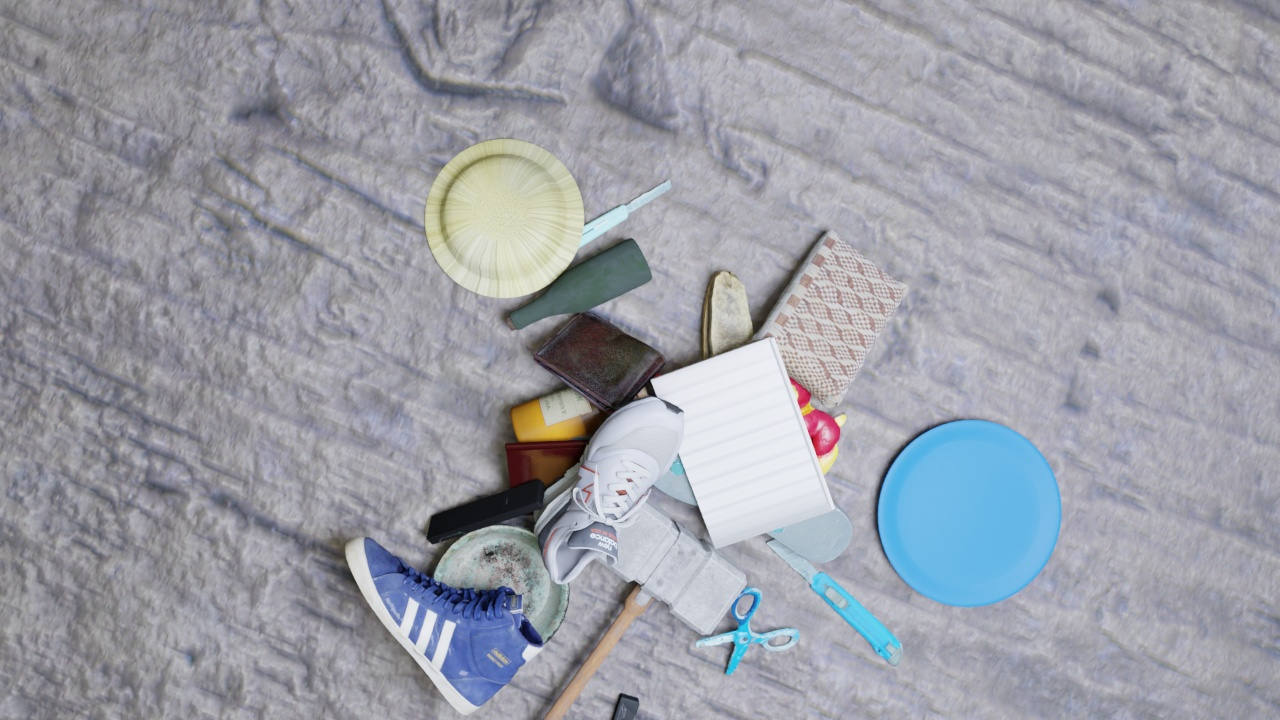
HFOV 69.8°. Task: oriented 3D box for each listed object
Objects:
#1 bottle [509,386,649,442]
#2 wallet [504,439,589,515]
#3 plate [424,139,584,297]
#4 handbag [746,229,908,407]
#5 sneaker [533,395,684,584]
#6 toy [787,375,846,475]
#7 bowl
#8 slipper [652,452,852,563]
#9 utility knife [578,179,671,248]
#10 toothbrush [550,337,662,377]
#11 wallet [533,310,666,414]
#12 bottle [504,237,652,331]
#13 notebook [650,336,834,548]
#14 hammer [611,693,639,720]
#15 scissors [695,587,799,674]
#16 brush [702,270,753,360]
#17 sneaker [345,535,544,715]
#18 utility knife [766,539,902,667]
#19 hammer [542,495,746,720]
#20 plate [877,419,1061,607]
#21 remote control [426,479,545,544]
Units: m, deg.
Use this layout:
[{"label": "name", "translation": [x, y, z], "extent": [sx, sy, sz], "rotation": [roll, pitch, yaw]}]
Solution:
[{"label": "bottle", "translation": [-0.066, 0.061, 1.051], "extent": [0.157, 0.068, 0.068], "rotation": [-19, 93, -3]}, {"label": "wallet", "translation": [-0.103, 0.133, 1.040], "extent": [0.091, 0.018, 0.116], "rotation": [-2, 133, -3]}, {"label": "plate", "translation": [-0.158, -0.166, 1.046], "extent": [0.184, 0.036, 0.184], "rotation": [0, 88, 1]}, {"label": "handbag", "translation": [0.217, -0.047, 1.060], "extent": [0.124, 0.047, 0.185], "rotation": [38, 69, -4]}, {"label": "sneaker", "translation": [-0.034, 0.152, 0.969], "extent": [0.088, 0.124, 0.240], "rotation": [28, 125, -23]}, {"label": "toy", "translation": [0.189, 0.076, 1.073], "extent": [0.105, 0.067, 0.137], "rotation": [-14, 99, 1]}, {"label": "bowl", "translation": [-0.161, 0.265, 1.065], "extent": [0.157, 0.038, 0.157], "rotation": [0, 92, -4]}, {"label": "slipper", "translation": [0.123, 0.141, 1.064], "extent": [0.269, 0.054, 0.098], "rotation": [26, 106, -1]}, {"label": "utility knife", "translation": [-0.034, -0.166, 1.076], "extent": [0.166, 0.015, 0.022], "rotation": [-31, 87, -5]}, {"label": "toothbrush", "translation": [-0.006, 0.006, 1.081], "extent": [0.212, 0.012, 0.018], "rotation": [15, 90, -4]}, {"label": "wallet", "translation": [-0.046, 0.001, 1.034], "extent": [0.120, 0.031, 0.099], "rotation": [33, 52, 16]}, {"label": "bottle", "translation": [-0.075, -0.079, 1.054], "extent": [0.174, 0.055, 0.055], "rotation": [-26, 93, -1]}, {"label": "notebook", "translation": [0.115, 0.094, 1.024], "extent": [0.143, 0.009, 0.210], "rotation": [-20, 99, 7]}, {"label": "hammer", "translation": [0.115, 0.491, 1.102], "extent": [0.325, 0.015, 0.095], "rotation": [18, 90, -4]}, {"label": "scissors", "translation": [0.128, 0.315, 1.073], "extent": [0.134, 0.011, 0.140], "rotation": [-4, 120, -14]}, {"label": "brush", "translation": [0.103, -0.009, 1.066], "extent": [0.059, 0.043, 0.195], "rotation": [-2, 85, -7]}, {"label": "sneaker", "translation": [-0.203, 0.259, 0.995], "extent": [0.118, 0.091, 0.233], "rotation": [-34, 94, 2]}, {"label": "utility knife", "translation": [0.236, 0.288, 1.104], "extent": [0.221, 0.015, 0.031], "rotation": [42, 84, -2]}, {"label": "hammer", "translation": [-0.038, 0.324, 1.053], "extent": [0.162, 0.083, 0.317], "rotation": [36, 89, -4]}, {"label": "plate", "translation": [0.393, 0.183, 1.105], "extent": [0.224, 0.024, 0.224], "rotation": [0, 92, -4]}, {"label": "remote control", "translation": [-0.176, 0.173, 1.039], "extent": [0.150, 0.034, 0.013], "rotation": [-20, 128, 18]}]
